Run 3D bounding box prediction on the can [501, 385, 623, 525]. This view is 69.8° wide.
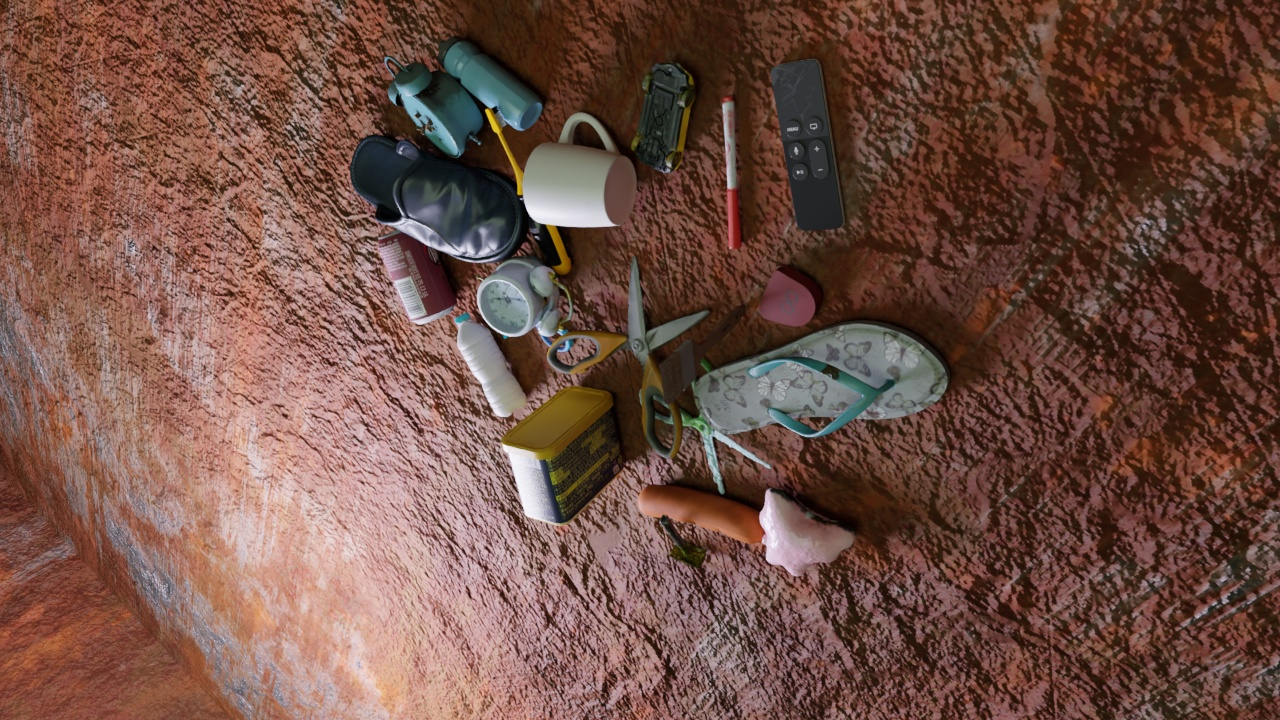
[{"bbox_3d":[-0.085,0.109,1.058,0.075,0.134,0.104,9,123,34],"label":"can"}]

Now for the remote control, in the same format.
[{"bbox_3d":[0.145,-0.184,0.793,0.045,0.008,0.147,2,117,37],"label":"remote control"}]

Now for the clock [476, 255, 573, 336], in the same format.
[{"bbox_3d":[-0.125,-0.070,1.024,0.118,0.056,0.083,6,119,26],"label":"clock"}]

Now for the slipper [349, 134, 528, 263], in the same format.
[{"bbox_3d":[-0.247,-0.184,1.029,0.266,0.083,0.109,27,108,23],"label":"slipper"}]

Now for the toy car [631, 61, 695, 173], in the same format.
[{"bbox_3d":[0.023,-0.224,0.848,0.049,0.030,0.107,32,133,21],"label":"toy car"}]

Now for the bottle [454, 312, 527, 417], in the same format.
[{"bbox_3d":[-0.189,0.004,1.138,0.044,0.044,0.136,-19,102,43],"label":"bottle"}]

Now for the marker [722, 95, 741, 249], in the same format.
[{"bbox_3d":[0.084,-0.172,0.846,0.013,0.012,0.142,12,122,32],"label":"marker"}]

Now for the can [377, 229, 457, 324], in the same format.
[{"bbox_3d":[-0.273,-0.106,1.124,0.063,0.063,0.114,-6,111,40],"label":"can"}]

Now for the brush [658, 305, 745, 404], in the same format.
[{"bbox_3d":[0.061,-0.016,0.863,0.008,0.142,0.045,17,133,31],"label":"brush"}]

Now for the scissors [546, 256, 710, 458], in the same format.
[{"bbox_3d":[-0.006,0.005,0.997,0.226,0.016,0.230,-19,94,36],"label":"scissors"}]

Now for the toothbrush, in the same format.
[{"bbox_3d":[-0.117,-0.174,0.966,0.031,0.030,0.197,16,139,48],"label":"toothbrush"}]

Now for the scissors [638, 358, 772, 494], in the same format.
[{"bbox_3d":[0.066,0.071,1.005,0.166,0.024,0.171,0,113,32],"label":"scissors"}]

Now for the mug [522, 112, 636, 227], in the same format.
[{"bbox_3d":[-0.054,-0.188,0.908,0.088,0.080,0.114,11,91,26],"label":"mug"}]

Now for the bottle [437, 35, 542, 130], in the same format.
[{"bbox_3d":[-0.159,-0.289,0.944,0.130,0.040,0.040,40,133,12],"label":"bottle"}]

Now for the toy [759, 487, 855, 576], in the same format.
[{"bbox_3d":[0.168,0.187,0.965,0.102,0.050,0.093,27,126,18],"label":"toy"}]

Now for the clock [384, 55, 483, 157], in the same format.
[{"bbox_3d":[-0.220,-0.272,0.966,0.124,0.053,0.090,49,165,-21],"label":"clock"}]

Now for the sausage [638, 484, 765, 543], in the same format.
[{"bbox_3d":[0.068,0.171,1.041,0.164,0.039,0.044,9,126,34],"label":"sausage"}]

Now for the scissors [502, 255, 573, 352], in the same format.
[{"bbox_3d":[-0.127,-0.058,1.077,0.140,0.011,0.134,46,131,5],"label":"scissors"}]

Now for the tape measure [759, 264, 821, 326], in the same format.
[{"bbox_3d":[0.143,-0.056,0.864,0.051,0.019,0.059,33,138,15],"label":"tape measure"}]

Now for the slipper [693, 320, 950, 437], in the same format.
[{"bbox_3d":[0.154,0.024,0.874,0.269,0.054,0.098,-11,106,39],"label":"slipper"}]

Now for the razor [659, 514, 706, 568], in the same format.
[{"bbox_3d":[0.042,0.205,1.061,0.042,0.026,0.106,18,155,31],"label":"razor"}]
